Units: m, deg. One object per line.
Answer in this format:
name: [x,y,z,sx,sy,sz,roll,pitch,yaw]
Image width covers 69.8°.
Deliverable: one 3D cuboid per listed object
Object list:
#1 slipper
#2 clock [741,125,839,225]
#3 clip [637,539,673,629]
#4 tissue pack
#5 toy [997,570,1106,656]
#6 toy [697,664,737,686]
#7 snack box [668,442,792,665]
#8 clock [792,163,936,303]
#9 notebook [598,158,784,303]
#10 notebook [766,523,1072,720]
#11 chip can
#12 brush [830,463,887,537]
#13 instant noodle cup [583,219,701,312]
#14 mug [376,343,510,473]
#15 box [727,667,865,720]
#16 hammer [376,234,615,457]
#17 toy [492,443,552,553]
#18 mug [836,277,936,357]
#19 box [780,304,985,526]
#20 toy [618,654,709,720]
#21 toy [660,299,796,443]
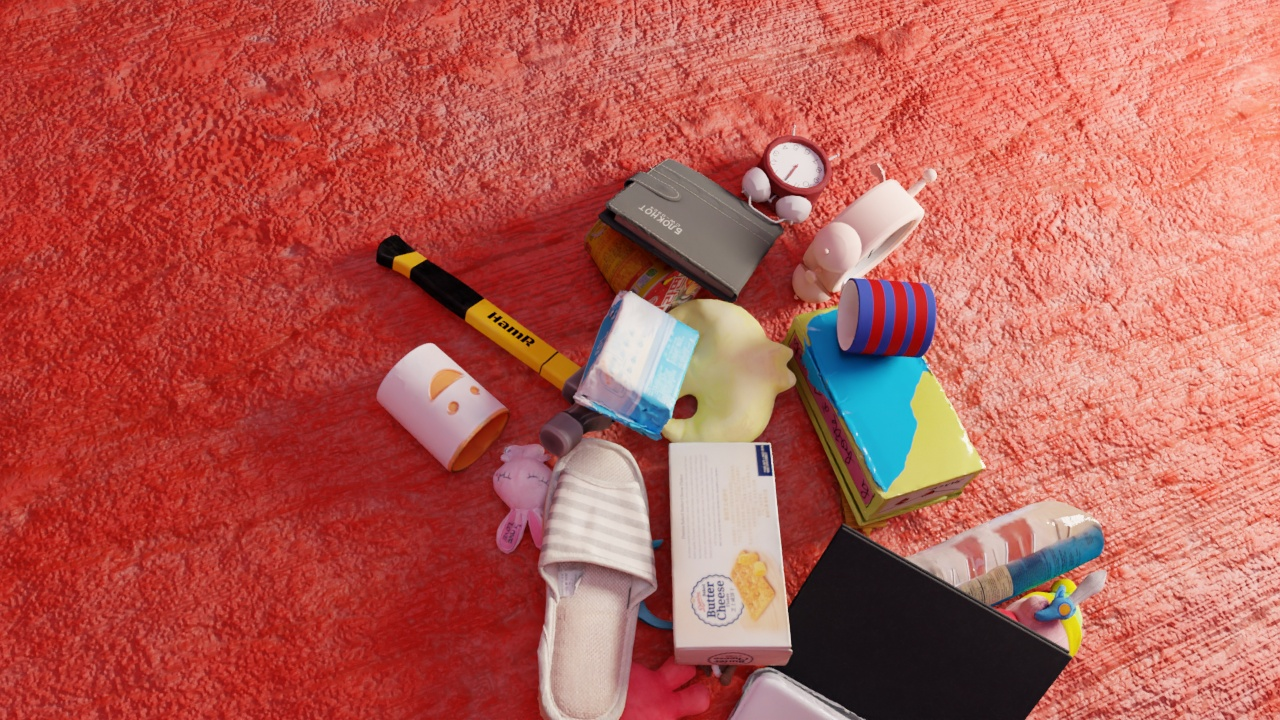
slipper: [-0.043,0.199,0.844,0.114,0.054,0.272,12,63,-20]
clock: [0.171,-0.209,1.061,0.087,0.044,0.124,35,64,5]
clip: [0.001,0.234,0.889,0.118,0.033,0.120,38,69,4]
tissue pack: [-0.005,0.005,0.887,0.093,0.062,0.144,30,50,-12]
toy: [0.389,0.253,0.894,0.131,0.124,0.096,-11,31,-9]
toy: [0.088,0.263,0.877,0.055,0.042,0.101,6,43,39]
snack box: [0.080,0.180,0.872,0.104,0.058,0.207,-1,56,0]
clock: [0.233,-0.141,1.000,0.160,0.131,0.086,-42,79,-18]
notebook: [0.059,-0.148,0.980,0.169,0.030,0.208,33,31,3]
notebook: [0.247,0.278,0.854,0.231,0.019,0.169,29,106,4]
chip can: [0.345,0.204,0.915,0.229,0.080,0.079,-19,73,-14]
brush: [0.229,0.155,0.949,0.048,0.017,0.126,-2,70,-8]
instant noodle cup: [-0.001,-0.105,0.983,0.100,0.100,0.112,-32,69,-17]
mug: [-0.194,0.046,0.904,0.105,0.082,0.082,41,70,9]
box: [0.178,0.369,0.837,0.213,0.063,0.118,32,85,4]
hammer: [-0.146,-0.038,0.952,0.324,0.034,0.169,35,45,14]
toy: [-0.112,0.134,0.901,0.063,0.047,0.110,-5,73,-2]
mug: [0.242,-0.052,0.926,0.076,0.075,0.111,4,33,-4]
box: [0.243,0.045,0.949,0.124,0.079,0.220,-16,62,-14]
toy: [-0.003,0.320,0.843,0.135,0.045,0.091,-19,75,-7]
toy: [0.084,0.016,0.960,0.155,0.065,0.170,-5,74,1]
